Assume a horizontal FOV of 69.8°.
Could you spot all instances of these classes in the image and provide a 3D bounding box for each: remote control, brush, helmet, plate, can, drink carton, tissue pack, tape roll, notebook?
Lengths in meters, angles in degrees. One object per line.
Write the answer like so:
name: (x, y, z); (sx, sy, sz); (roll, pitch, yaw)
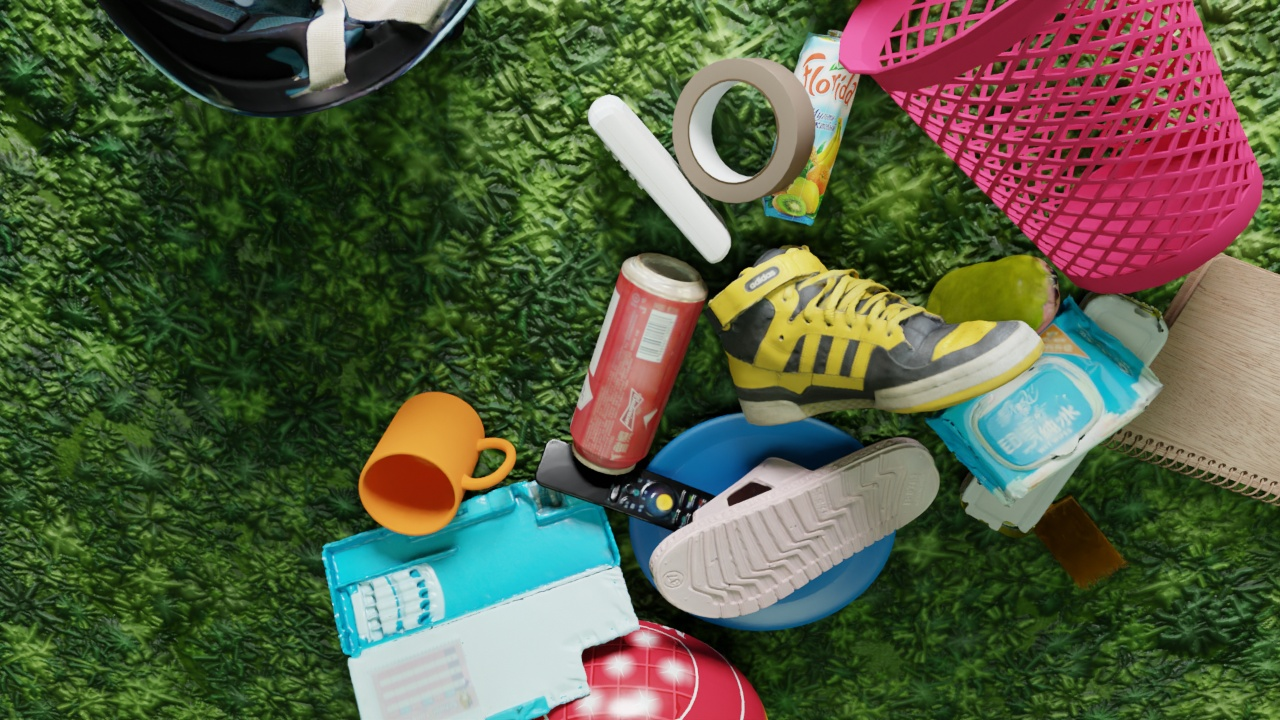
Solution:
remote control: (-0.010, 0.106, 0.747); (0.152, 0.041, 0.020); (20, 159, -2)
brush: (0.357, 0.141, 0.776); (0.048, 0.017, 0.126); (-38, 108, 19)
helmet: (-0.183, -0.277, 0.525); (0.266, 0.166, 0.225); (-29, 113, 18)
plate: (0.103, 0.137, 0.786); (0.224, 0.024, 0.225); (2, 116, 3)
can: (-0.004, 0.004, 0.705); (0.067, 0.067, 0.170); (17, 116, -5)
drink carton: (0.118, -0.160, 0.633); (0.044, 0.038, 0.129); (12, 116, -2)
tissue pack: (0.291, 0.035, 0.672); (0.093, 0.061, 0.145); (46, 115, 7)
tape roll: (0.069, -0.155, 0.620); (0.094, 0.030, 0.094); (12, 113, 32)
remote control: (0.015, -0.128, 0.644); (0.025, 0.060, 0.138); (-39, 108, 15)
notebook: (0.486, 0.026, 0.710); (0.210, 0.022, 0.169); (18, 114, -5)
helmet: (-0.022, 0.335, 0.793); (0.271, 0.197, 0.225); (-3, 124, 4)

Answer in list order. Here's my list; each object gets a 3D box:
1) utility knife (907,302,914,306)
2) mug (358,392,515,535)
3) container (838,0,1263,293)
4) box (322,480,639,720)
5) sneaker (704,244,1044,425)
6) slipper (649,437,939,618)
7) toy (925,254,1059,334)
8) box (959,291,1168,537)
utility knife: (0.239, -0.003, 0.717); (0.022, 0.015, 0.120); (-34, 106, 26)
mug: (-0.156, 0.080, 0.735); (0.113, 0.095, 0.078); (-3, 115, 5)
container: (0.264, -0.161, 0.560); (0.183, 0.183, 0.225); (-39, 115, 19)
box: (-0.122, 0.199, 0.732); (0.226, 0.039, 0.181); (-17, 71, -8)
sneaker: (0.143, -0.028, 0.628); (0.239, 0.085, 0.122); (-14, 109, 48)
slipper: (0.119, 0.125, 0.731); (0.239, 0.064, 0.094); (-24, 115, -4)
toy: (0.246, -0.032, 0.648); (0.051, 0.090, 0.110); (18, 156, -18)
box: (0.326, 0.043, 0.719); (0.066, 0.044, 0.210); (29, 114, 11)
